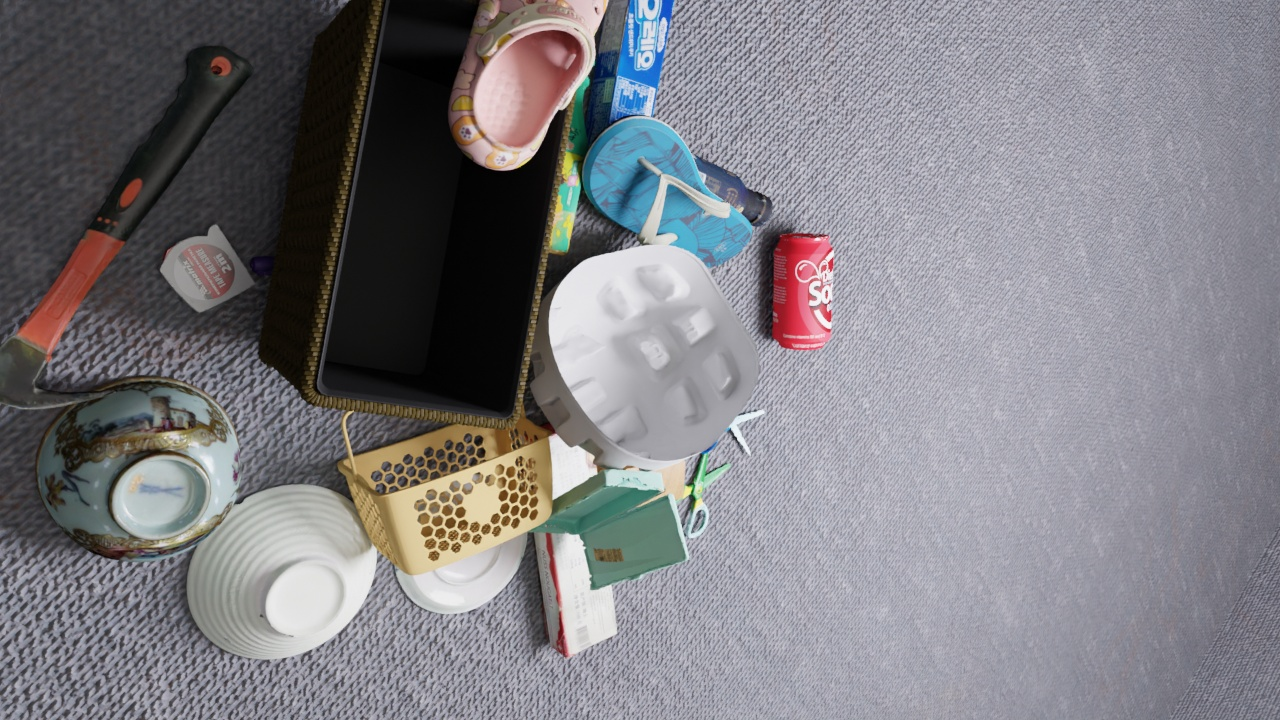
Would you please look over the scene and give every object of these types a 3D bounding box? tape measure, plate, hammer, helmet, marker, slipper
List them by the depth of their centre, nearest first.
[{"bbox_3d":[-0.074,-0.235,0.673,0.093,0.082,0.197,30,79,-34],"label":"slipper"},{"bbox_3d":[-0.417,-0.113,0.733,0.133,0.033,0.332,31,78,-21],"label":"hammer"},{"bbox_3d":[-0.374,-0.077,0.787,0.062,0.020,0.060,-37,114,-25],"label":"tape measure"},{"bbox_3d":[-0.290,-0.088,0.848,0.133,0.018,0.015,-5,146,-35],"label":"marker"},{"bbox_3d":[-0.006,0.006,0.937,0.184,0.281,0.224,-40,91,23],"label":"helmet"},{"bbox_3d":[-0.189,0.200,0.991,0.156,0.014,0.157,-9,105,-34],"label":"plate"},{"bbox_3d":[0.038,-0.158,0.992,0.118,0.060,0.294,-31,149,21],"label":"slipper"}]

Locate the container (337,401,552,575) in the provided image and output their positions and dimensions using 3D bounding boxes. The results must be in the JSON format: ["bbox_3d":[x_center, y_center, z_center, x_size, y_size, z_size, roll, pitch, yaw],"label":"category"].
[{"bbox_3d":[-0.187,0.097,0.895,0.183,0.129,0.167,-18,107,-32],"label":"container"}]

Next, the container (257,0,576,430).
[{"bbox_3d":[-0.200,-0.122,0.770,0.176,0.205,0.321,11,88,-37],"label":"container"}]

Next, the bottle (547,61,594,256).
[{"bbox_3d":[-0.088,-0.215,0.934,0.068,0.068,0.210,8,96,-37],"label":"bottle"}]

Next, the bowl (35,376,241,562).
[{"bbox_3d":[-0.405,0.100,0.760,0.159,0.094,0.160,-9,105,-35],"label":"bowl"}]

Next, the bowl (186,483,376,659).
[{"bbox_3d":[-0.323,0.211,0.861,0.177,0.071,0.177,-9,106,-34],"label":"bowl"}]

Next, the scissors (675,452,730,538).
[{"bbox_3d":[0.075,0.171,1.177,0.127,0.012,0.121,-29,113,-29],"label":"scissors"}]

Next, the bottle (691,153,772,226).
[{"bbox_3d":[0.088,-0.198,1.074,0.160,0.056,0.056,15,91,-37],"label":"bottle"}]

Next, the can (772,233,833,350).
[{"bbox_3d":[0.208,-0.088,1.175,0.074,0.074,0.142,-11,107,-34],"label":"can"}]

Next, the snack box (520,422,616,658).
[{"bbox_3d":[-0.082,0.202,1.053,0.076,0.044,0.273,-17,110,-33],"label":"snack box"}]

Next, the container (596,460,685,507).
[{"bbox_3d":[-0.001,0.137,1.083,0.113,0.061,0.063,-4,103,-35],"label":"container"}]

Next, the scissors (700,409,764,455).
[{"bbox_3d":[0.110,0.083,1.182,0.128,0.014,0.127,-47,124,-24],"label":"scissors"}]

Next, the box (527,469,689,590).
[{"bbox_3d":[-0.039,0.175,0.924,0.078,0.188,0.109,-12,77,-35],"label":"box"}]

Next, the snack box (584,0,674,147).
[{"bbox_3d":[-0.015,-0.304,0.974,0.059,0.059,0.226,6,97,-33],"label":"snack box"}]
